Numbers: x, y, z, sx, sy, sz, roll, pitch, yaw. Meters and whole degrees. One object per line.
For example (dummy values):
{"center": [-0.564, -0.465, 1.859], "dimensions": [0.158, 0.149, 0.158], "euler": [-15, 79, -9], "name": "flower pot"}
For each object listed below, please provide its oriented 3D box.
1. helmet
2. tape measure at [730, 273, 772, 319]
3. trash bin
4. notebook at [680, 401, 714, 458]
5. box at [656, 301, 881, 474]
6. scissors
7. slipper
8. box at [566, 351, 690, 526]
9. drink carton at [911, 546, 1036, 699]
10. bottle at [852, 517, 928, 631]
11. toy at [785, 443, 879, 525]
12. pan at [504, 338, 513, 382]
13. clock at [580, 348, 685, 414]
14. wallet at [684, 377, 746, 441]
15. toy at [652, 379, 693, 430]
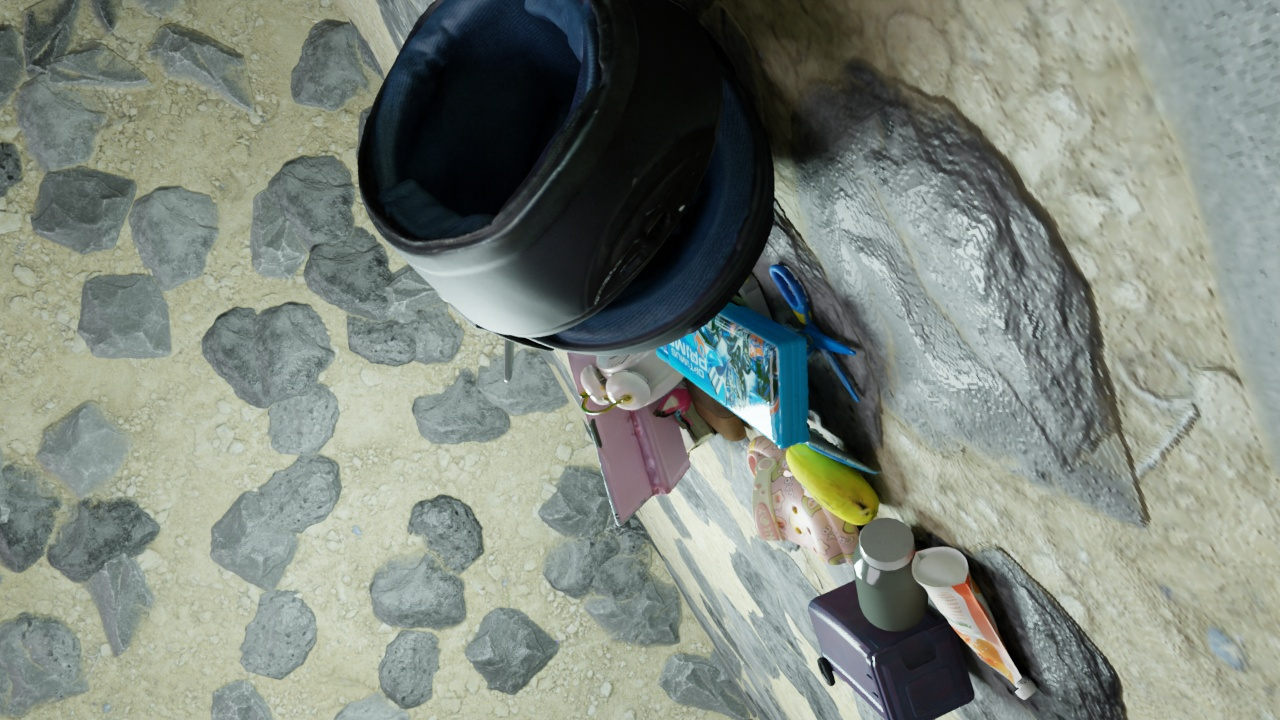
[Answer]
{"center": [-0.027, -0.116, 0.601], "dimensions": [0.235, 0.249, 0.316], "euler": [30, -174, -38], "name": "helmet"}
{"center": [0.089, -0.057, 0.813], "dimensions": [0.064, 0.016, 0.065], "euler": [64, 169, -25], "name": "tape measure"}
{"center": [0.231, 0.273, 0.860], "dimensions": [0.161, 0.093, 0.092], "euler": [-160, 50, -77], "name": "trash bin"}
{"center": [0.027, 0.038, 1.320], "dimensions": [0.215, 0.034, 0.190], "euler": [58, 170, 9], "name": "notebook"}
{"center": [0.088, 0.018, 0.816], "dimensions": [0.170, 0.071, 0.243], "euler": [55, 172, -28], "name": "box"}
{"center": [0.134, -0.018, 0.723], "dimensions": [0.125, 0.015, 0.127], "euler": [59, 173, 11], "name": "scissors"}
{"center": [0.147, 0.144, 0.932], "dimensions": [0.197, 0.081, 0.093], "euler": [46, 162, 59], "name": "slipper"}
{"center": [-0.007, 0.066, 1.146], "dimensions": [0.178, 0.039, 0.233], "euler": [-40, -63, -56], "name": "box"}
{"center": [0.259, 0.205, 0.713], "dimensions": [0.122, 0.039, 0.069], "euler": [56, 172, -17], "name": "drink carton"}
{"center": [0.212, 0.181, 0.778], "dimensions": [0.060, 0.060, 0.108], "euler": [50, 166, 44], "name": "bottle"}
{"center": [0.166, 0.105, 0.794], "dimensions": [0.095, 0.041, 0.094], "euler": [36, -174, -33], "name": "toy"}
{"center": [-0.116, -0.131, 0.855], "dimensions": [0.200, 0.051, 0.357], "euler": [-89, -1, -58], "name": "pan"}
{"center": [-0.006, 0.006, 1.038], "dimensions": [0.059, 0.157, 0.117], "euler": [50, 160, -24], "name": "clock"}
{"center": [0.081, 0.038, 1.097], "dimensions": [0.099, 0.027, 0.121], "euler": [66, 169, -20], "name": "wallet"}
{"center": [0.048, 0.033, 1.173], "dimensions": [0.065, 0.050, 0.102], "euler": [35, -134, -50], "name": "toy"}
